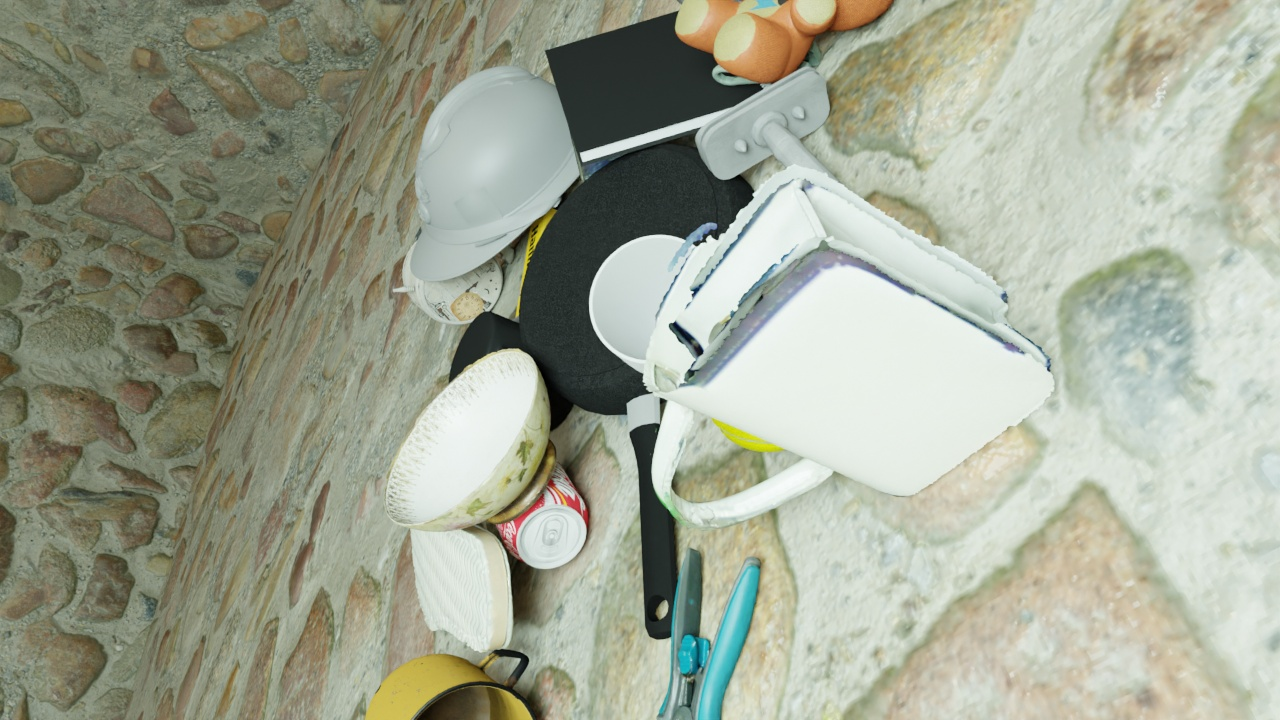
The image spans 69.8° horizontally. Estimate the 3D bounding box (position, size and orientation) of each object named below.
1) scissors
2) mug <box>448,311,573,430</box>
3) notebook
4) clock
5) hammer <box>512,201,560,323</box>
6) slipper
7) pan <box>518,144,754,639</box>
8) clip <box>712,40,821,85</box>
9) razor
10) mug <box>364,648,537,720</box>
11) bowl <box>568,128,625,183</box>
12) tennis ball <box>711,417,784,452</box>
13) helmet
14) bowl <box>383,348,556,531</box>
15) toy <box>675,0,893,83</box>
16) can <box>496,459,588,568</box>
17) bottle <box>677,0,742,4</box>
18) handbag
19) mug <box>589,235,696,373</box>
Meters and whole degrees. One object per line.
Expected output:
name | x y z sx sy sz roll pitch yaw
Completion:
scissors | 0.033 0.167 0.500 0.125 0.019 0.155 -51 34 30
mug | -0.096 0.009 0.760 0.114 0.088 0.078 -4 66 59
notebook | 0.008 -0.227 0.730 0.149 0.016 0.206 -17 40 0
clock | -0.183 -0.101 0.994 0.157 0.103 0.061 -41 37 -5
hammer | -0.097 -0.125 0.923 0.170 0.034 0.323 -35 41 43
slipper | -0.138 0.166 0.717 0.273 0.054 0.114 162 98 -67
pan | -0.004 0.003 0.617 0.205 0.044 0.355 -23 55 31
clip | 0.087 -0.209 0.643 0.076 0.023 0.042 11 76 31
razor | 0.099 -0.120 0.561 0.088 0.047 0.116 -30 53 0
mug | -0.125 0.250 0.632 0.123 0.100 0.094 -52 21 -20
bowl | -0.029 -0.189 0.802 0.114 0.061 0.114 147 109 -90
tennis ball | 0.069 0.017 0.497 0.066 0.065 0.065 -39 39 41
helmet | -0.159 -0.212 0.908 0.271 0.118 0.183 -46 40 -7
bowl | -0.105 0.067 0.634 0.145 0.063 0.145 -32 33 23
toy | 0.110 -0.246 0.586 0.176 0.096 0.112 -32 41 -4
can | -0.081 0.106 0.688 0.064 0.064 0.105 -62 29 9
bottle | 0.109 -0.306 0.644 0.174 0.083 0.046 -54 31 20
handbag | 0.067 0.013 0.414 0.176 0.151 0.074 -49 33 31
mug | 0.033 -0.032 0.525 0.107 0.089 0.071 -32 71 6
